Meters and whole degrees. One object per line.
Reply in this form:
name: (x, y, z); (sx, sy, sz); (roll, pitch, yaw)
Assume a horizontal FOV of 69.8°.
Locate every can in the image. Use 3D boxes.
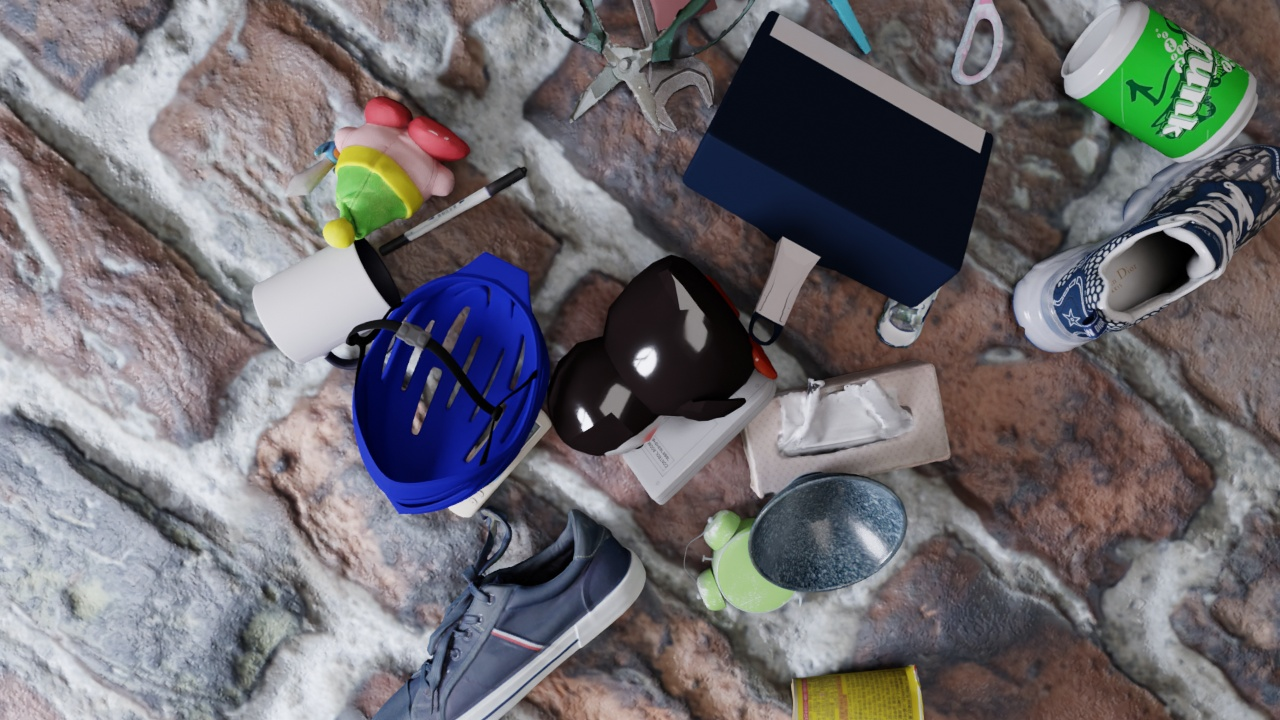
can: (0.444, -0.238, 0.789); (0.140, 0.088, 0.088); (30, 94, -4)

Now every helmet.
helmet: (-0.165, 0.029, 0.732); (0.148, 0.227, 0.241); (27, 95, 5)

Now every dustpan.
dustpan: (0.157, -0.136, 0.788); (0.236, 0.080, 0.272); (28, 59, -4)

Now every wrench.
wrench: (0.001, -0.337, 0.805); (0.070, 0.010, 0.273); (-18, 96, 0)

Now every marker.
marker: (-0.168, -0.134, 0.822); (0.152, 0.011, 0.011); (-29, 96, 2)

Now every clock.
clock: (0.100, 0.188, 0.849); (0.119, 0.042, 0.094); (6, 95, -2)

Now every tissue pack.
tissue pack: (0.182, 0.058, 0.828); (0.181, 0.071, 0.104); (-11, 97, 3)

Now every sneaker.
sneaker: (0.462, -0.097, 0.782); (0.269, 0.132, 0.103); (-34, 94, 1)
sneaker: (-0.145, 0.234, 0.818); (0.294, 0.120, 0.127); (-39, 108, 0)

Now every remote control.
remote control: (0.054, 0.056, 0.820); (0.151, 0.074, 0.019); (-44, 128, 3)
remote control: (-0.133, 0.090, 0.844); (0.038, 0.018, 0.125); (41, 93, -5)

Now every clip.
clip: (0.174, -0.337, 0.796); (0.116, 0.026, 0.097); (30, 102, -1)

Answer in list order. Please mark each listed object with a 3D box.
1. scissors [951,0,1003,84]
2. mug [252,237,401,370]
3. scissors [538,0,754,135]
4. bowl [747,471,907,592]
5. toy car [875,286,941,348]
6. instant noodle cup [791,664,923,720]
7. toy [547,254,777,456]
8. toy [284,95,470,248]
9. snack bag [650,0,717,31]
scissors: (0.290, -0.331, 0.813); (0.170, 0.013, 0.177); (3, 95, -4)
mug: (-0.263, -0.041, 0.803); (0.097, 0.078, 0.112); (-27, 124, 1)
scissors: (-0.012, -0.302, 0.790); (0.202, 0.015, 0.205); (-40, 91, 15)
bowl: (0.156, 0.135, 0.799); (0.137, 0.057, 0.137); (-3, 125, -5)
toy car: (0.247, -0.054, 0.834); (0.038, 0.027, 0.090); (22, 95, -6)
instant noodle cup: (0.197, 0.332, 0.847); (0.112, 0.100, 0.100); (-1, 96, 7)
toy: (-0.005, 0.004, 0.779); (0.184, 0.140, 0.159); (-38, 54, 13)
toy: (-0.227, -0.157, 0.774); (0.124, 0.097, 0.131); (29, 92, -1)
snack bag: (0.015, -0.370, 0.789); (0.057, 0.013, 0.158); (-20, 96, -1)
